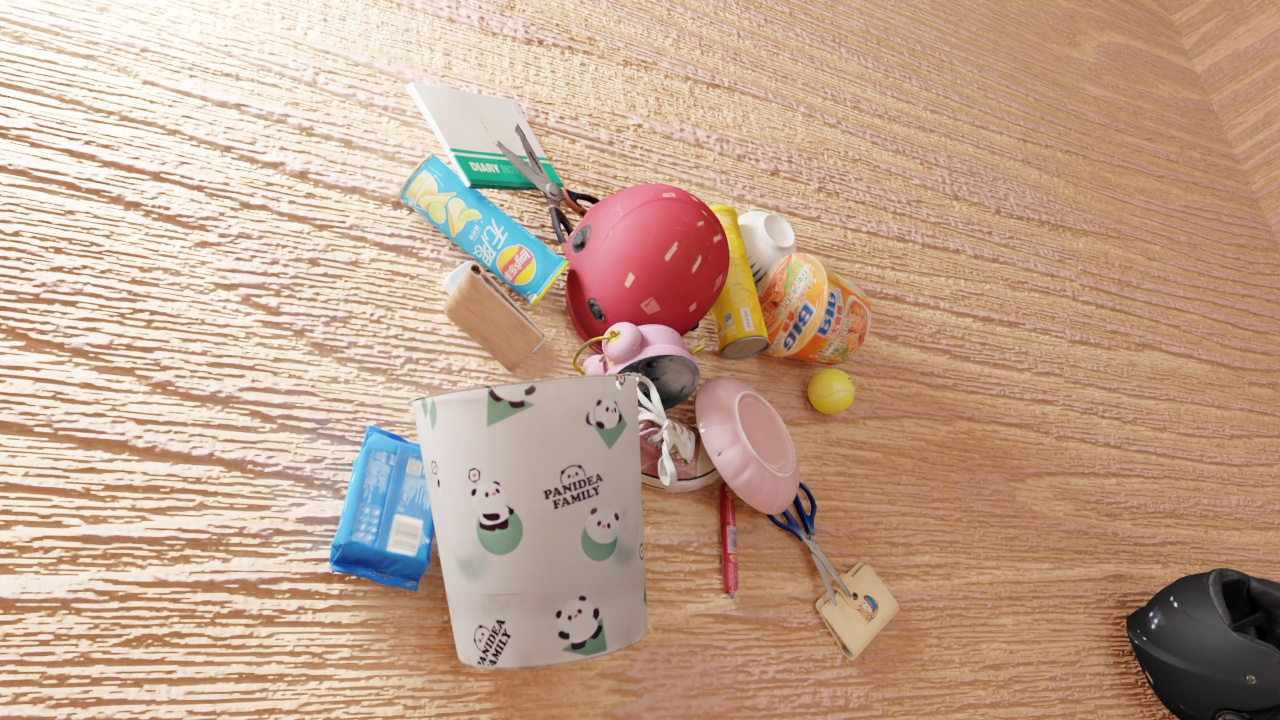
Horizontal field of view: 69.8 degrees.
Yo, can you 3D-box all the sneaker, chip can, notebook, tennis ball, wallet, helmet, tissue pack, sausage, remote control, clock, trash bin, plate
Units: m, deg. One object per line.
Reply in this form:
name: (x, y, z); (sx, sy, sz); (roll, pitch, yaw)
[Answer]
sneaker: (0.012, 0.094, 1.093); (0.240, 0.088, 0.118); (18, 57, -27)
chip can: (-0.190, -0.157, 1.116); (0.210, 0.071, 0.071); (38, 51, -8)
notebook: (-0.190, -0.281, 1.175); (0.150, 0.012, 0.208); (59, 29, 8)
tennis ball: (0.270, 0.044, 1.299); (0.065, 0.066, 0.065); (15, 58, -25)
wallet: (-0.169, -0.046, 1.049); (0.115, 0.101, 0.020); (45, 53, -5)
chip can: (0.125, -0.111, 1.288); (0.072, 0.072, 0.213); (3, 63, -31)
helmet: (0.020, -0.122, 1.166); (0.207, 0.144, 0.239); (36, 59, -20)
tissue pack: (-0.251, 0.147, 0.922); (0.095, 0.052, 0.156); (20, 56, -24)
sausage: (0.109, 0.217, 1.133); (0.020, 0.020, 0.155); (15, 58, -25)
helmet: (0.866, 0.446, 1.352); (0.232, 0.231, 0.274); (-19, 84, -45)
remote control: (-0.175, -0.060, 1.104); (0.136, 0.020, 0.055); (46, 51, -3)
clock: (-0.007, 0.007, 1.115); (0.158, 0.117, 0.059); (9, 47, -30)
trash bin: (-0.096, 0.149, 0.891); (0.229, 0.230, 0.251); (-4, 84, -34)
wallet: (0.280, 0.317, 1.184); (0.114, 0.024, 0.087); (-30, 81, -37)
plate: (0.146, 0.100, 1.165); (0.192, 0.039, 0.192); (36, 36, -31)

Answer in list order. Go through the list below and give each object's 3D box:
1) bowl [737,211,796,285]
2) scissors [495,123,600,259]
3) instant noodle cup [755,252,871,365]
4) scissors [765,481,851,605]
bowl: (0.187, -0.175, 1.367); (0.116, 0.066, 0.116); (15, 57, -25)
scissors: (-0.102, -0.206, 1.201); (0.223, 0.015, 0.188); (10, 68, -45)
instant noodle cup: (0.245, -0.064, 1.298); (0.111, 0.152, 0.151); (17, 57, -34)
scissors: (0.225, 0.230, 1.193); (0.170, 0.012, 0.143); (38, 47, -2)
